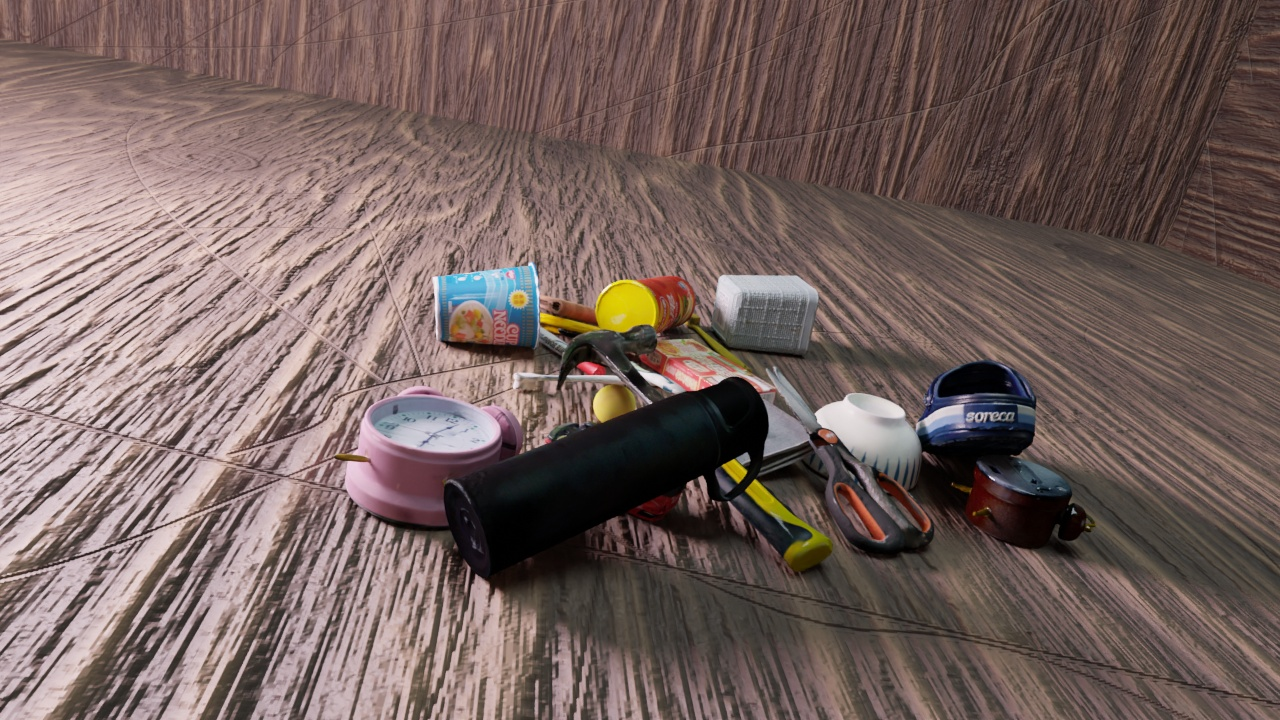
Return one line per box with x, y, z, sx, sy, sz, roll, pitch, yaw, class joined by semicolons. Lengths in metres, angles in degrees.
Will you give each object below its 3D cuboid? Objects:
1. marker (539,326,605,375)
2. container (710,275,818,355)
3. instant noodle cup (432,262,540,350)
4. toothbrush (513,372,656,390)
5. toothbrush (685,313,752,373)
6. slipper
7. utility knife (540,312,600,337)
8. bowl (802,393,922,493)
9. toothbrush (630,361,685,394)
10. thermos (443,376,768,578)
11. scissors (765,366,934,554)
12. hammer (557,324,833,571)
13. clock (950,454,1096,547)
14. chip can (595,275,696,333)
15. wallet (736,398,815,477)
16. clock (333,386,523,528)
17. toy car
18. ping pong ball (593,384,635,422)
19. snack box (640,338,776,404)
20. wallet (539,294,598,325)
-0.087;-0.013;1.028;0.017;0.017;0.145;-5;25;-39;marker
0.158;-0.063;1.198;0.111;0.090;0.090;3;21;-15;container
-0.170;-0.058;1.008;0.110;0.099;0.099;-3;23;-13;instant noodle cup
-0.049;0.023;0.956;0.179;0.016;0.016;1;21;-32;toothbrush
0.096;-0.022;1.155;0.015;0.017;0.190;3;21;-21;toothbrush
0.319;0.045;0.881;0.105;0.095;0.252;3;-5;17;slipper
-0.100;-0.039;1.086;0.177;0.033;0.015;14;62;17;utility knife
0.217;0.072;0.885;0.116;0.066;0.116;10;20;-4;bowl
-0.006;0.006;0.986;0.016;0.018;0.192;3;12;-33;toothbrush
-0.012;0.085;0.656;0.242;0.090;0.069;-19;-5;-30;thermos
0.160;0.080;0.807;0.235;0.022;0.139;41;39;26;scissors
0.038;0.064;0.788;0.126;0.032;0.323;-11;38;-33;hammer
0.348;0.127;0.823;0.122;0.055;0.082;10;18;-6;clock
0.012;-0.064;1.100;0.073;0.073;0.216;16;10;13;chip can
0.095;0.068;0.877;0.106;0.037;0.130;-14;29;-28;wallet
-0.155;0.066;0.708;0.117;0.060;0.158;14;18;7;clock
-0.023;0.089;0.738;0.120;0.045;0.052;26;22;21;toy car
-0.025;0.043;0.872;0.040;0.040;0.040;10;20;-4;ping pong ball
0.074;0.015;1.025;0.075;0.025;0.153;-3;24;-37;snack box
-0.111;-0.070;1.129;0.115;0.020;0.101;18;3;33;wallet
